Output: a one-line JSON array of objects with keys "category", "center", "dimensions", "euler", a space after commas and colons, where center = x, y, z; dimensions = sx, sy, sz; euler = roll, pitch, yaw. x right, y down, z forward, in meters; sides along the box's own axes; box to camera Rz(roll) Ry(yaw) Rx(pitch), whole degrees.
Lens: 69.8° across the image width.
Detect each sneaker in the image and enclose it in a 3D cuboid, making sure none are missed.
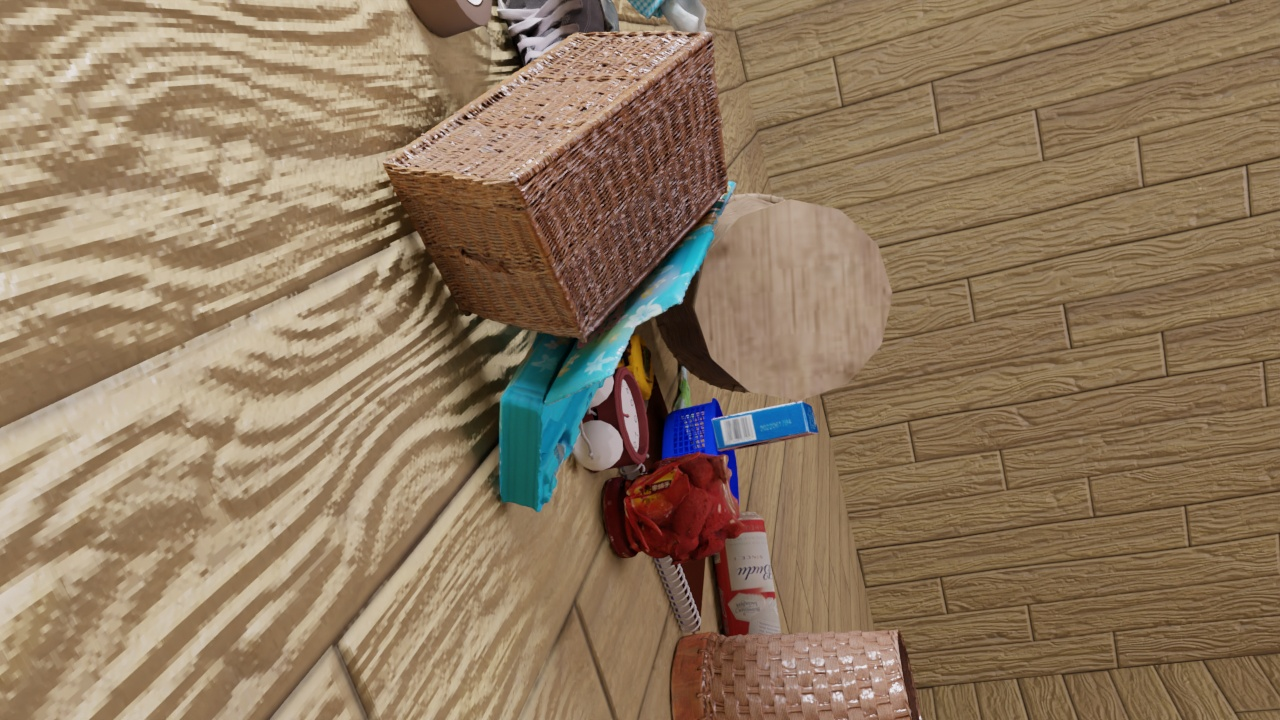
[{"category": "sneaker", "center": [-0.072, -0.242, 0.725], "dimensions": [0.234, 0.095, 0.120], "euler": [-63, 136, -62]}]

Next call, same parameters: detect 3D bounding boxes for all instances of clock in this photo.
[{"category": "clock", "center": [-0.028, 0.047, 0.751], "dimensions": [0.124, 0.044, 0.087], "euler": [29, 51, -72]}]

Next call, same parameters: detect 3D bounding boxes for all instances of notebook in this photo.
[{"category": "notebook", "center": [0.030, 0.145, 0.933], "dimensions": [0.171, 0.022, 0.209], "euler": [-76, 151, -60]}]

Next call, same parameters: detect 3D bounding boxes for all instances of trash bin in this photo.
[{"category": "trash bin", "center": [0.150, 0.325, 0.867], "dimensions": [0.151, 0.210, 0.151], "euler": [-12, 90, -74]}]

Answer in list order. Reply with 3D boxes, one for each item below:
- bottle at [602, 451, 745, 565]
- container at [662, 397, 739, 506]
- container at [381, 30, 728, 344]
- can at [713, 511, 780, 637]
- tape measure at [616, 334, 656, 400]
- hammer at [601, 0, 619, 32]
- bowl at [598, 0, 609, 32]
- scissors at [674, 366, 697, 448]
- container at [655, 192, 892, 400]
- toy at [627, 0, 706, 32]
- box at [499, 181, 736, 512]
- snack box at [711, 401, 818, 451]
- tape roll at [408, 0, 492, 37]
[{"category": "bottle", "center": [0.028, 0.122, 0.770], "dimensions": [0.098, 0.111, 0.099], "euler": [-11, 89, -75]}, {"category": "container", "center": [0.059, 0.103, 0.917], "dimensions": [0.114, 0.058, 0.096], "euler": [-85, 158, -55]}, {"category": "container", "center": [-0.039, -0.114, 0.569], "dimensions": [0.198, 0.114, 0.113], "euler": [-47, 135, -32]}, {"category": "can", "center": [0.125, 0.268, 1.090], "dimensions": [0.067, 0.067, 0.170], "euler": [38, 43, -67]}, {"category": "tape measure", "center": [-0.005, 0.005, 0.892], "dimensions": [0.068, 0.030, 0.058], "euler": [46, 38, -64]}, {"category": "hammer", "center": [-0.087, -0.426, 0.922], "dimensions": [0.330, 0.033, 0.132], "euler": [38, 44, -66]}, {"category": "bowl", "center": [-0.065, -0.333, 0.869], "dimensions": [0.121, 0.056, 0.121], "euler": [-14, 88, -87]}, {"category": "scissors", "center": [0.054, 0.037, 1.118], "dimensions": [0.072, 0.033, 0.175], "euler": [58, 29, -43]}, {"category": "container", "center": [0.135, -0.067, 0.954], "dimensions": [0.196, 0.227, 0.227], "euler": [-129, -155, -82]}, {"category": "toy", "center": [-0.024, -0.310, 0.699], "dimensions": [0.205, 0.106, 0.131], "euler": [52, 4, -3]}, {"category": "box", "center": [-0.024, -0.028, 0.619], "dimensions": [0.074, 0.181, 0.226], "euler": [32, 38, -6]}, {"category": "snack box", "center": [0.127, 0.066, 0.911], "dimensions": [0.154, 0.088, 0.033], "euler": [19, 59, -76]}, {"category": "tape roll", "center": [-0.136, -0.273, 0.627], "dimensions": [0.093, 0.030, 0.093], "euler": [-11, 90, -75]}]
